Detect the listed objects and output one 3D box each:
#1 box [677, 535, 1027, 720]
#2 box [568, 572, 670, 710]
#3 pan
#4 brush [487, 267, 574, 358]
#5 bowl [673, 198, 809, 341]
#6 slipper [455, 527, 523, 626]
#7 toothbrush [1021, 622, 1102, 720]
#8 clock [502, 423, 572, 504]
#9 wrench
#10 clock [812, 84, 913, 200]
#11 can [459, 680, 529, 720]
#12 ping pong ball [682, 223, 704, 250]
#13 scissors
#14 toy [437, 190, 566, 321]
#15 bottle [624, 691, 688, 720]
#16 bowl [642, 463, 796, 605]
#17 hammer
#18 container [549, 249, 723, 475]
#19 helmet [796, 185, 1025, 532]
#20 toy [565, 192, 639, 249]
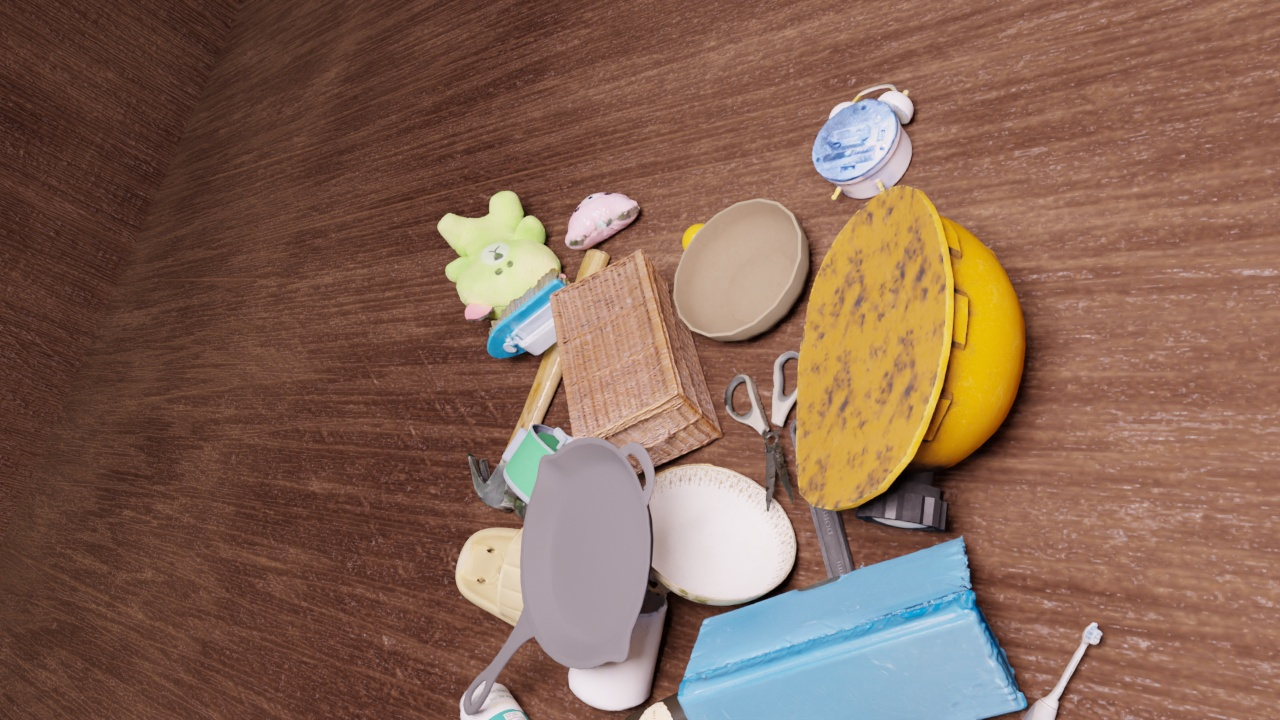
[{"bbox_3d":[0.154,0.226,0.697,0.232,0.094,0.112,-25,12,21],"label":"box"},{"bbox_3d":[0.001,0.233,0.844,0.084,0.136,0.147,24,109,42],"label":"box"},{"bbox_3d":[-0.075,0.210,0.816,0.355,0.024,0.216,-56,42,27],"label":"pan"},{"bbox_3d":[-0.128,-0.040,1.077,0.136,0.055,0.075,-35,43,23],"label":"brush"},{"bbox_3d":[0.109,-0.084,0.928,0.153,0.050,0.152,-22,55,33],"label":"bowl"},{"bbox_3d":[-0.122,0.227,0.955,0.262,0.079,0.111,1,72,44],"label":"slipper"},{"bbox_3d":[0.263,0.259,0.619,0.185,0.022,0.024,-60,7,-1],"label":"toothbrush"},{"bbox_3d":[-0.060,0.127,0.920,0.161,0.121,0.075,37,96,41],"label":"clock"},{"bbox_3d":[0.163,0.163,0.769,0.073,0.018,0.272,-31,48,28],"label":"wrench"},{"bbox_3d":[0.221,-0.218,0.897,0.089,0.052,0.125,-1,67,43],"label":"clock"},{"bbox_3d":[-0.137,0.366,0.906,0.102,0.055,0.055,34,92,47],"label":"can"},{"bbox_3d":[0.066,-0.129,1.000,0.040,0.040,0.040,-21,55,33],"label":"ping pong ball"},{"bbox_3d":[0.116,0.064,0.859,0.150,0.012,0.164,10,70,50],"label":"scissors"},{"bbox_3d":[-0.178,-0.123,1.187,0.150,0.107,0.196,-24,59,3],"label":"toy"},{"bbox_3d":[0.068,0.286,0.767,0.185,0.045,0.045,-34,49,23],"label":"bottle"},{"bbox_3d":[0.058,0.166,0.807,0.145,0.145,0.063,-115,28,-42],"label":"bowl"},{"bbox_3d":[-0.111,0.019,1.092,0.132,0.033,0.330,10,74,46],"label":"hammer"},{"bbox_3d":[-0.005,0.006,0.928,0.114,0.112,0.198,-26,51,17],"label":"container"},{"bbox_3d":[0.222,0.003,0.715,0.206,0.131,0.255,152,130,-70],"label":"helmet"},{"bbox_3d":[-0.052,-0.179,1.129,0.099,0.053,0.095,-29,33,6],"label":"toy"}]
